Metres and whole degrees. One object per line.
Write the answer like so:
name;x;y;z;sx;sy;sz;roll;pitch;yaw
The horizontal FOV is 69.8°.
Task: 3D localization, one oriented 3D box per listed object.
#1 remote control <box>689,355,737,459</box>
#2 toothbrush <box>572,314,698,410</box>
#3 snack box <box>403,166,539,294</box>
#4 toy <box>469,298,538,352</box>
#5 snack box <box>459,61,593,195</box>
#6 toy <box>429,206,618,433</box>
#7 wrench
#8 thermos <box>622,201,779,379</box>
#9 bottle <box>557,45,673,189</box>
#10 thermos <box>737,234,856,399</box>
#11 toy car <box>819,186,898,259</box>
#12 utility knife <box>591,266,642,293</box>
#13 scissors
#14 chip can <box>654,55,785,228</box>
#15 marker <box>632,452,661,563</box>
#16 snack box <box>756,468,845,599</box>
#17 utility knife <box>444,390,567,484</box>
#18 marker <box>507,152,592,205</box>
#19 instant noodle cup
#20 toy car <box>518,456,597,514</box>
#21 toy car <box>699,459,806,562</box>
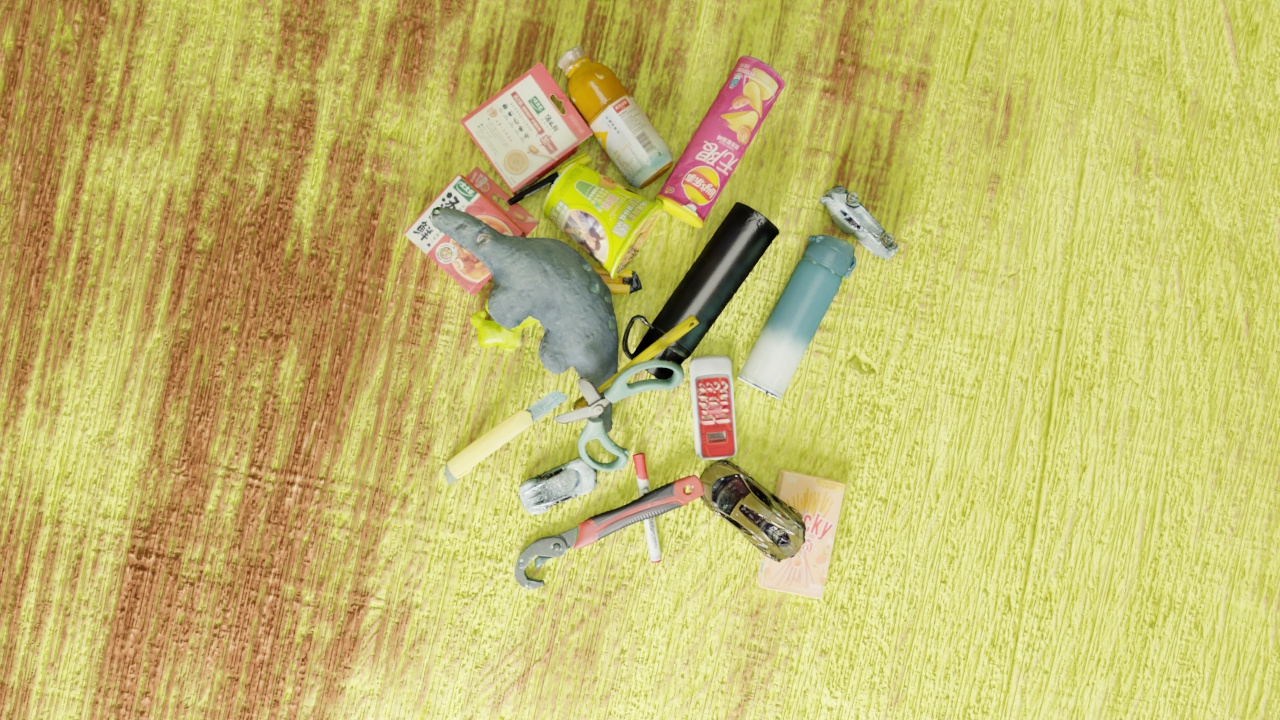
remote control;0.095;0.061;1.197;0.056;0.020;0.136;-4;92;-2
toothbrush;-0.007;0.007;1.131;0.190;0.016;0.016;-37;116;5
snack box;-0.212;-0.167;1.158;0.113;0.044;0.127;42;90;2
toy;-0.167;-0.060;1.174;0.096;0.031;0.100;10;97;-13
snack box;-0.143;-0.291;1.161;0.127;0.044;0.113;-36;93;0
toy;-0.109;-0.070;1.131;0.137;0.091;0.356;-43;112;-9
wrench;-0.044;0.217;1.186;0.273;0.016;0.056;-28;91;5
thermos;0.071;-0.089;1.162;0.090;0.068;0.242;36;90;-22
bottle;-0.035;-0.307;1.154;0.068;0.068;0.189;-36;93;-1
thermos;0.203;-0.058;1.176;0.070;0.070;0.220;29;90;-3
toy car;0.281;-0.175;1.180;0.120;0.054;0.037;44;86;-4
utility knife;-0.104;-0.110;1.184;0.216;0.015;0.033;6;90;-2
scissors;-0.016;0.065;1.146;0.170;0.019;0.171;-25;131;-3
chip can;0.100;-0.276;1.160;0.071;0.071;0.210;31;90;-3
marker;0.009;0.193;1.199;0.017;0.017;0.145;-10;92;-2
snack box;0.210;0.228;1.205;0.084;0.026;0.157;11;92;-3
utility knife;-0.175;0.095;1.162;0.205;0.021;0.031;-35;90;21
marker;-0.116;-0.230;1.167;0.124;0.018;0.015;-32;94;-13
instant noodle cup;-0.052;-0.182;1.143;0.123;0.111;0.111;35;90;4
toy car;-0.106;0.162;1.186;0.105;0.031;0.049;-24;94;-3
toy car;0.141;0.192;1.179;0.158;0.042;0.070;37;98;16
